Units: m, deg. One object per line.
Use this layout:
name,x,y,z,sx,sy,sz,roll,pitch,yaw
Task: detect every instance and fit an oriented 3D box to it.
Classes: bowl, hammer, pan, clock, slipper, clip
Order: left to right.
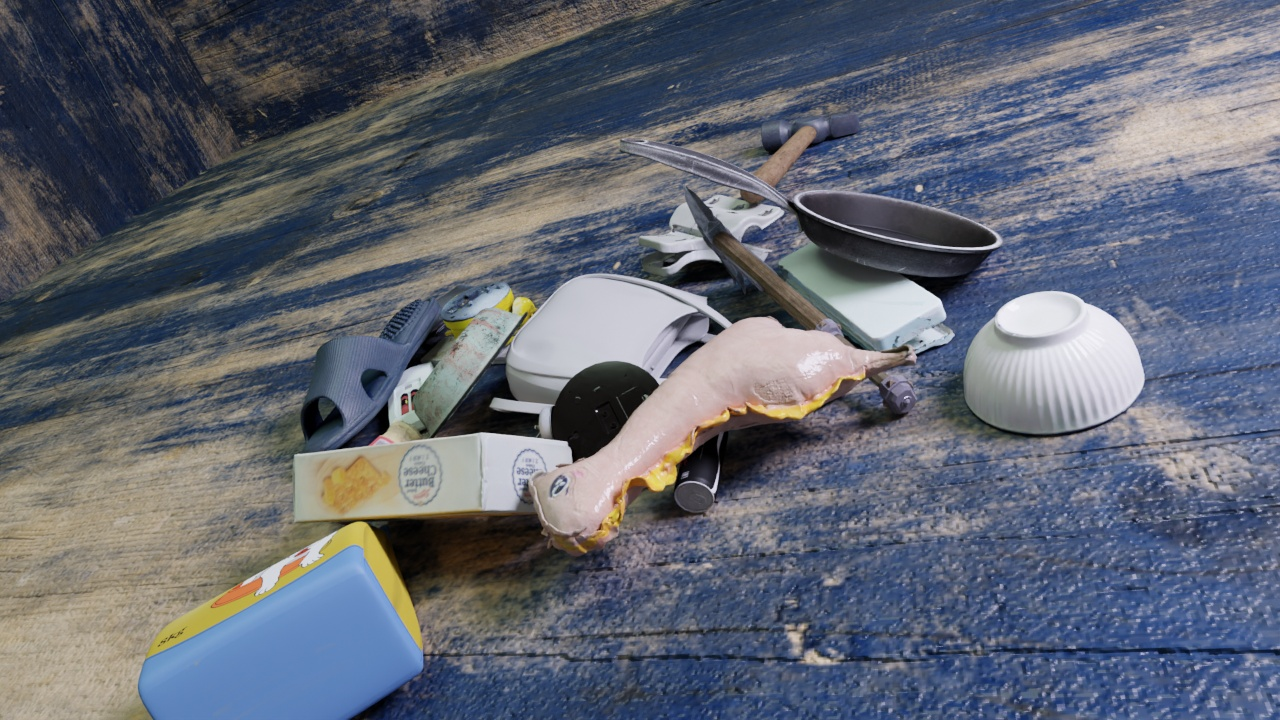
slipper,-0.312,0.001,1.009,0.101,0.082,0.262,-27,26,37
bowl,-0.172,0.005,0.891,0.157,0.038,0.157,-51,8,10
clock,-0.167,-0.046,1.017,0.119,0.057,0.083,9,40,43
clock,-0.031,0.056,0.745,0.122,0.035,0.094,-29,67,2
clip,0.073,-0.124,1.014,0.152,0.097,0.126,-37,30,-19
hammer,0.180,-0.251,1.126,0.129,0.040,0.320,-3,25,25
hammer,0.132,-0.051,0.792,0.028,0.147,0.316,-40,40,1
pan,0.148,-0.144,0.842,0.357,0.055,0.186,14,23,10
bowl,0.284,-0.008,0.643,0.118,0.062,0.118,-17,28,10

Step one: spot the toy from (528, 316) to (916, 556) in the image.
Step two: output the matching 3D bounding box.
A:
toy,0.050,0.048,0.649,0.196,0.065,0.263,9,40,45

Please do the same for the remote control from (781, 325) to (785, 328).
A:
remote control,0.127,-0.003,0.779,0.043,0.013,0.136,-2,26,-19

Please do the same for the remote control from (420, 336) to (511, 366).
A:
remote control,-0.189,-0.013,1.051,0.136,0.011,0.050,-2,34,33

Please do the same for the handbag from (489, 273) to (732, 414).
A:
handbag,-0.005,0.005,0.848,0.223,0.096,0.215,10,41,27

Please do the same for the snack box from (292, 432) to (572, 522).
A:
snack box,-0.167,0.097,0.726,0.208,0.057,0.104,-9,-12,31

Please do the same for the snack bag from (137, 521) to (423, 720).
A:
snack bag,-0.251,0.188,0.668,0.159,0.102,0.205,-29,14,-12

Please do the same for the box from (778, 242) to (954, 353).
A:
box,0.191,-0.057,0.816,0.083,0.066,0.199,-9,26,-15

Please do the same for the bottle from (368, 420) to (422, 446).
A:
bottle,-0.252,0.103,0.863,0.044,0.044,0.108,2,36,38

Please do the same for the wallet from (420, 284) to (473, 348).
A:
wallet,-0.244,-0.060,1.158,0.089,0.026,0.114,9,41,47

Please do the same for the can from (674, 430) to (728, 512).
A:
can,0.047,0.078,0.699,0.032,0.031,0.080,-11,30,20

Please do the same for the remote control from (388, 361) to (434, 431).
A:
remote control,-0.247,0.037,0.991,0.049,0.024,0.143,-25,28,-4
